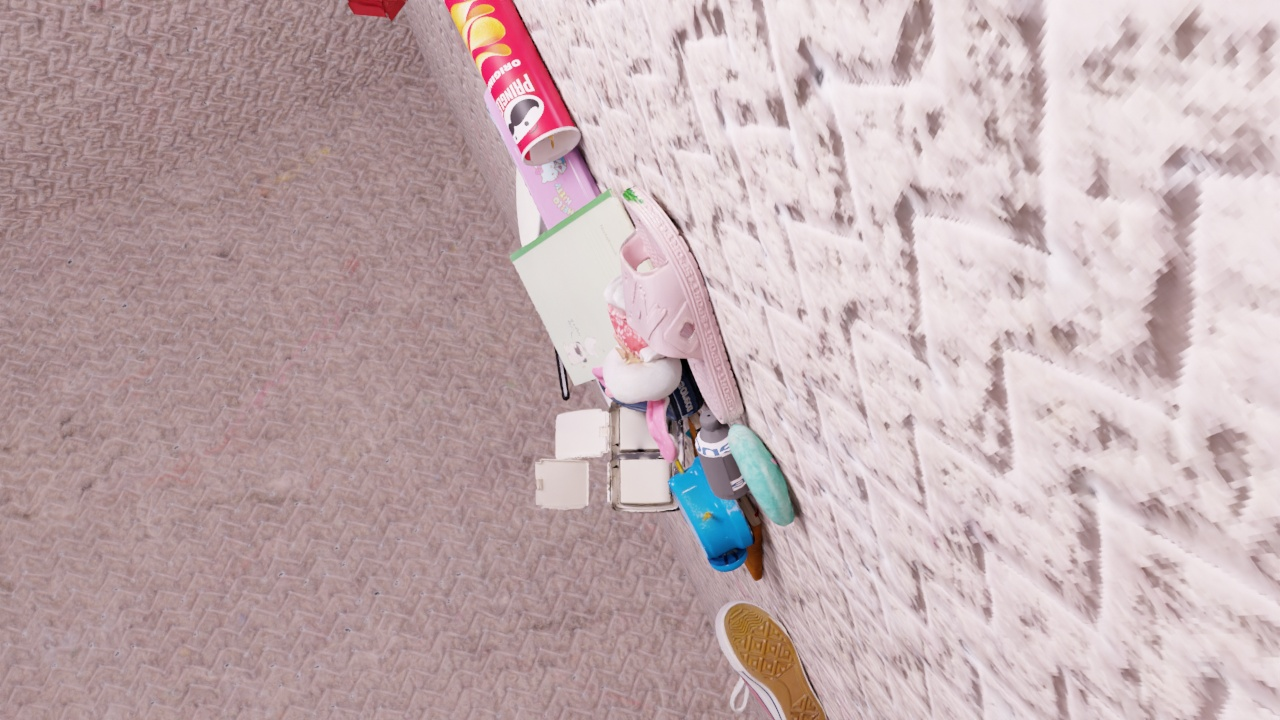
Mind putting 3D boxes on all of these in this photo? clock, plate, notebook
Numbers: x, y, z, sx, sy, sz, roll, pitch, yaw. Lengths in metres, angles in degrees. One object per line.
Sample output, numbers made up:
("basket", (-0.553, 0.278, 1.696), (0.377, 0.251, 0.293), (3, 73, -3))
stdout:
("clock", (0.083, 0.180, 1.060), (0.116, 0.060, 0.161), (57, 172, 42))
("plate", (-0.132, -0.223, 1.195), (0.182, 0.034, 0.182), (177, 91, -74))
("notebook", (-0.054, -0.071, 1.031), (0.253, 0.010, 0.182), (-18, 100, 57))
("notebook", (0.107, 0.170, 1.174), (0.178, 0.014, 0.249), (60, 173, 28))

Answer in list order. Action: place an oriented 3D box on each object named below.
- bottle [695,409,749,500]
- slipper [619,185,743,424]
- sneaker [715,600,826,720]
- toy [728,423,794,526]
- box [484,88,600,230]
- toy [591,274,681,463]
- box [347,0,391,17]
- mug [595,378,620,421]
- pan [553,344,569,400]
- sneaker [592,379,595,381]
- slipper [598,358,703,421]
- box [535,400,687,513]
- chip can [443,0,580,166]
("bottle", (0.083, 0.095, 0.933), (0.047, 0.047, 0.112), (56, 169, 52))
("slipper", (0.025, -0.036, 0.811), (0.239, 0.064, 0.094), (66, 173, -28))
("sneaker", (0.172, 0.434, 1.288), (0.241, 0.118, 0.088), (59, 157, -10))
("toy", (0.109, 0.101, 0.827), (0.105, 0.033, 0.085), (62, -176, 11))
("box", (-0.108, -0.230, 1.072), (0.214, 0.077, 0.096), (63, 175, 3))
("toy", (-0.001, -0.002, 0.926), (0.159, 0.084, 0.195), (48, 152, 39))
("box", (-0.503, -0.629, 1.364), (0.214, 0.325, 0.153), (-151, 67, -82))
("mug", (-0.016, 0.036, 1.328), (0.106, 0.082, 0.083), (60, 173, 37))
("pan", (-0.119, -0.111, 1.308), (0.226, 0.034, 0.355), (118, 144, -64))
("sneaker", (-0.073, -0.057, 1.341), (0.084, 0.079, 0.236), (43, 157, 38))
("slipper", (-0.007, 0.006, 1.111), (0.105, 0.095, 0.253), (64, 170, -24))
("box", (-0.037, 0.123, 1.171), (0.069, 0.191, 0.143), (84, -174, -76))
("chip can", (-0.144, -0.325, 1.002), (0.220, 0.069, 0.069), (63, 174, 8))
